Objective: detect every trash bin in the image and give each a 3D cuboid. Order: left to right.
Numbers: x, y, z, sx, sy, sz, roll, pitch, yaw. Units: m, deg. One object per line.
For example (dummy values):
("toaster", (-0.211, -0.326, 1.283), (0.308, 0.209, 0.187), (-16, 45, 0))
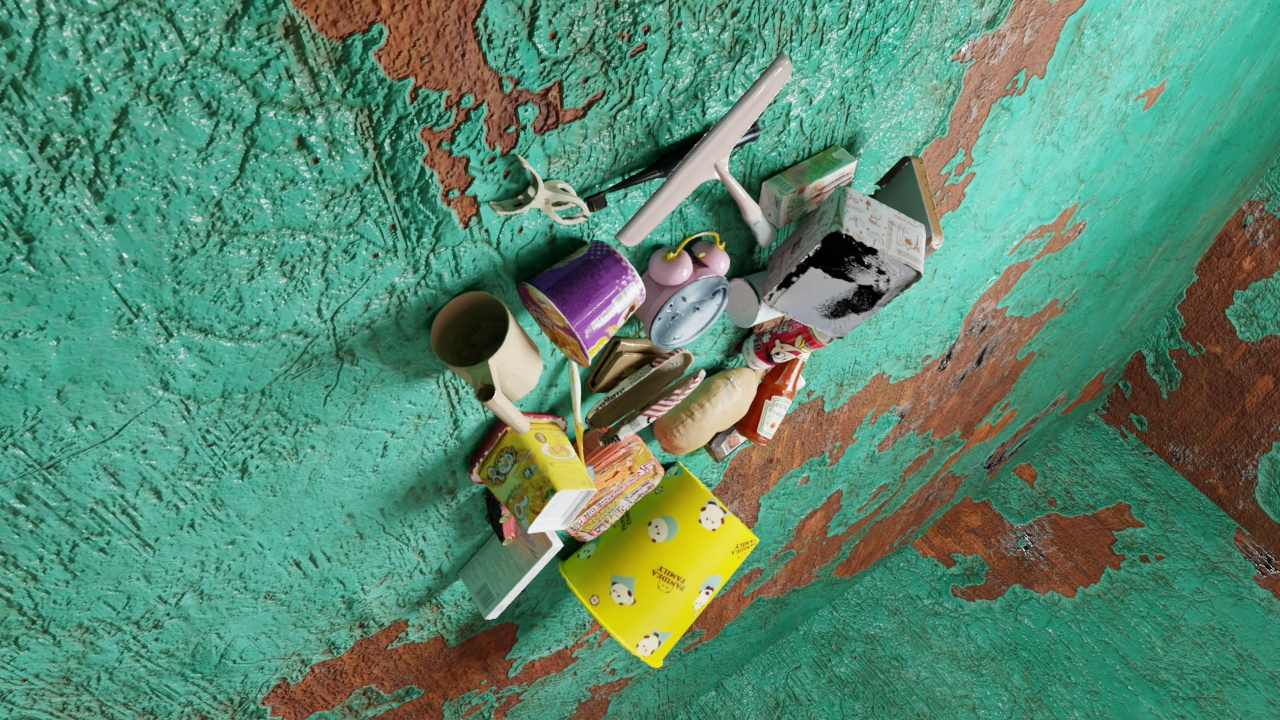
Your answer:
("trash bin", (0.037, 0.315, 1.474), (0.255, 0.229, 0.229), (-46, 151, -2))

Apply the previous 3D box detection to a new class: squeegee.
("squeegee", (0.115, -0.171, 1.011), (0.248, 0.040, 0.249), (-48, 152, 4))

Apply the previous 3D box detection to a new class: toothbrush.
("toothbrush", (-0.074, 0.077, 1.145), (0.018, 0.016, 0.192), (-17, 120, -22))
("toothbrush", (0.034, -0.202, 0.948), (0.212, 0.026, 0.027), (-29, 111, -20))

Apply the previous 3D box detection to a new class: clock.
("clock", (0.050, -0.088, 1.090), (0.117, 0.060, 0.159), (-15, 144, -36))

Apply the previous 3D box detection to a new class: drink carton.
("drink carton", (0.204, -0.211, 1.113), (0.122, 0.045, 0.054), (-29, 148, -21))

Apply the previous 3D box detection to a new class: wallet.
("wallet", (-0.007, 0.007, 1.182), (0.115, 0.033, 0.090), (3, 131, -46))

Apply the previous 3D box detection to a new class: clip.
("clip", (-0.091, -0.152, 0.866), (0.097, 0.034, 0.062), (8, 127, -47))

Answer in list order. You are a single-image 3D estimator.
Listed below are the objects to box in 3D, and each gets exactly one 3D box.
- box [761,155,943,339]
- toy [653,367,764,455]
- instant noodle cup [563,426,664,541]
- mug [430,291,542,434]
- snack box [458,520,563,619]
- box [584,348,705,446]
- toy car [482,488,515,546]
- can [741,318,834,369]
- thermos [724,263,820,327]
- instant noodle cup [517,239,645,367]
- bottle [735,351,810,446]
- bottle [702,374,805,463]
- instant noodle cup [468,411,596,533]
("box", (0.270, -0.158, 1.150), (0.156, 0.191, 0.184), (22, 147, -15))
("toy", (0.118, 0.059, 1.353), (0.225, 0.082, 0.144), (-31, 170, -20))
("instant noodle cup", (-0.062, 0.164, 1.281), (0.164, 0.079, 0.189), (-38, 151, -4))
("mug", (-0.147, 0.006, 0.927), (0.084, 0.124, 0.103), (-23, 153, 5))
("snack box", (-0.185, 0.281, 1.292), (0.157, 0.084, 0.027), (-48, 149, 13))
("box", (0.000, 0.039, 1.169), (0.163, 0.081, 0.075), (-37, 180, 3))
("toy car", (-0.186, 0.209, 1.230), (0.031, 0.049, 0.106), (-24, 146, -24))
("can", (0.207, -0.028, 1.298), (0.053, 0.053, 0.133), (-8, 169, -43))
("thermos", (0.216, -0.100, 1.254), (0.223, 0.073, 0.073), (-18, 144, -35))
("instant noodle cup", (-0.057, -0.066, 0.959), (0.099, 0.111, 0.112), (-43, 152, -16))
("bottle", (0.220, 0.034, 1.423), (0.059, 0.060, 0.206), (19, 102, -57))
("bottle", (0.184, 0.085, 1.494), (0.194, 0.044, 0.080), (-38, 143, -6))
("instant noodle cup", (-0.128, 0.140, 1.126), (0.116, 0.123, 0.116), (8, 125, -52))
